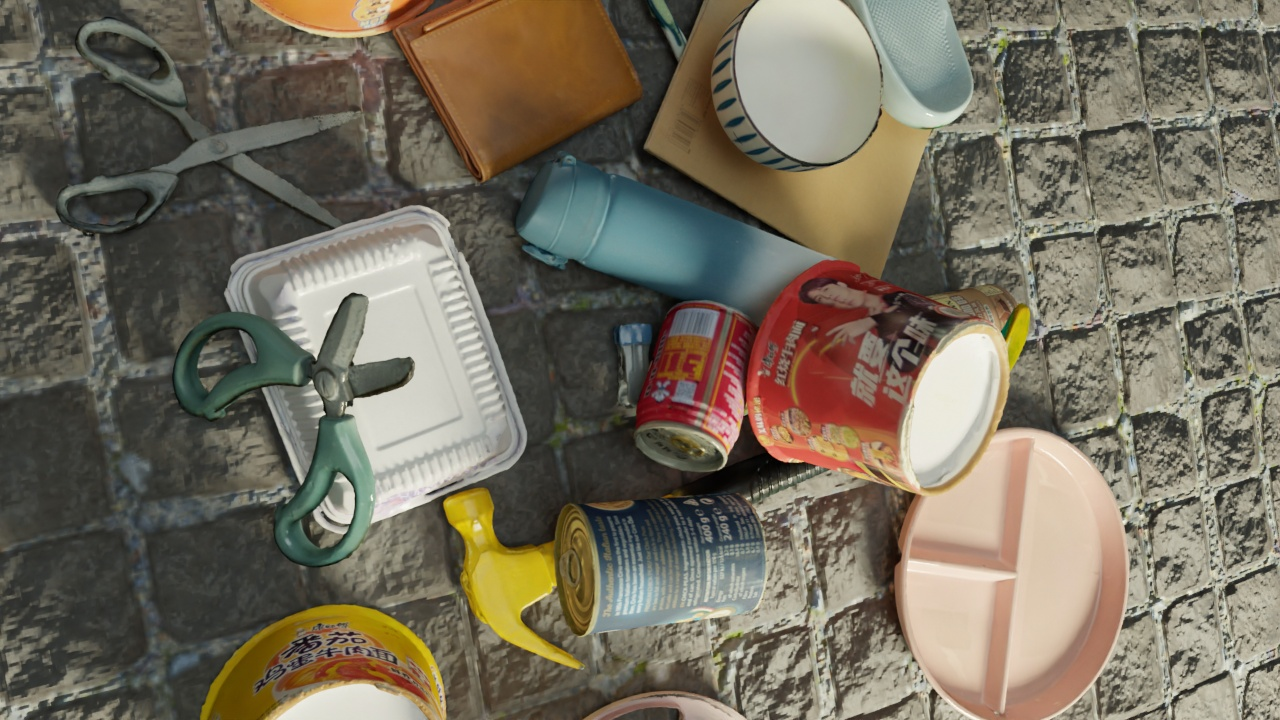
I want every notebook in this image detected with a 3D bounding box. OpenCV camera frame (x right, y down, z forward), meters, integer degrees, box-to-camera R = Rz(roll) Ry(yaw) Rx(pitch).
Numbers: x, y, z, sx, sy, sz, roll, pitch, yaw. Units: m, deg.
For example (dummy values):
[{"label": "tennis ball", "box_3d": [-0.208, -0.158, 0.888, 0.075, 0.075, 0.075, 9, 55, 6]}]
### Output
[{"label": "notebook", "box_3d": [0.115, -0.164, 0.660, 0.211, 0.012, 0.149, 26, 77, -23]}]

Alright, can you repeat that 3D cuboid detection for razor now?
[{"label": "razor", "box_3d": [0.247, 0.010, 0.663, 0.043, 0.133, 0.028, -7, 51, -20]}]

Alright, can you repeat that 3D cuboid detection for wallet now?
[{"label": "wallet", "box_3d": [-0.076, -0.194, 0.581, 0.130, 0.035, 0.119, -33, 100, -21]}]

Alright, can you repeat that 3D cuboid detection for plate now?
[{"label": "plate", "box_3d": [0.291, 0.167, 0.719, 0.229, 0.028, 0.229, 1, 86, -22]}]

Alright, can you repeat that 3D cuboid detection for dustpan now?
[{"label": "dustpan", "box_3d": [0.023, 0.367, 0.614, 0.222, 0.139, 0.274, -15, 122, -23]}]

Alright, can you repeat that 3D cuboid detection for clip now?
[{"label": "clip", "box_3d": [-0.004, 0.004, 0.612, 0.026, 0.039, 0.058, -2, 88, -24]}]

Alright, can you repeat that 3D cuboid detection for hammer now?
[{"label": "hammer", "box_3d": [0.027, 0.101, 0.612, 0.300, 0.033, 0.129, -19, 96, -21]}]

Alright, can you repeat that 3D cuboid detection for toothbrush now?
[{"label": "toothbrush", "box_3d": [0.014, -0.234, 0.631, 0.016, 0.018, 0.191, -36, 103, -21]}]

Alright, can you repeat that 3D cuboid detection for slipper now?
[{"label": "slipper", "box_3d": [0.182, -0.288, 0.659, 0.103, 0.074, 0.245, -20, 90, -26]}]

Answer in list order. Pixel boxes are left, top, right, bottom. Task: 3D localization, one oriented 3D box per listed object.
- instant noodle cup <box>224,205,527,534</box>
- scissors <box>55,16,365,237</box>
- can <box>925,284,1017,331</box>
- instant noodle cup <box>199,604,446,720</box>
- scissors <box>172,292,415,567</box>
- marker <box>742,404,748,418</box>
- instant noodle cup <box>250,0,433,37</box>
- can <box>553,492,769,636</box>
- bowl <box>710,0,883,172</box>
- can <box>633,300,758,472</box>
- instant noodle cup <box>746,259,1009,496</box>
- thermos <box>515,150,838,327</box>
[{"label": "instant noodle cup", "box_3d": [-0.145, 0.004, 0.531, 0.137, 0.060, 0.173, -22, 99, -21]}, {"label": "scissors", "box_3d": [-0.245, -0.118, 0.522, 0.180, 0.014, 0.159, 41, 74, -17]}, {"label": "can", "box_3d": [0.222, -0.020, 0.681, 0.116, 0.059, 0.058, -11, 92, -22]}, {"label": "instant noodle cup", "box_3d": [-0.163, 0.210, 0.490, 0.138, 0.110, 0.138, 1, 87, -23]}, {"label": "scissors", "box_3d": [-0.190, 0.020, 0.482, 0.179, 0.019, 0.173, 33, 118, 15]}, {"label": "marker", "box_3d": [0.106, 0.014, 0.659, 0.124, 0.015, 0.018, -28, 97, -18]}, {"label": "instant noodle cup", "box_3d": [-0.166, -0.272, 0.506, 0.151, 0.112, 0.151, 1, 88, -22]}, {"label": "can", "box_3d": [0.012, 0.119, 0.547, 0.111, 0.075, 0.075, -1, 88, -22]}, {"label": "bowl", "box_3d": [0.095, -0.179, 0.608, 0.116, 0.066, 0.116, 1, 88, -25]}, {"label": "can", "box_3d": [0.036, 0.017, 0.588, 0.066, 0.067, 0.093, 28, 59, -19]}, {"label": "instant noodle cup", "box_3d": [0.150, 0.013, 0.566, 0.137, 0.109, 0.138, -15, 114, -37]}, {"label": "thermos", "box_3d": [0.028, -0.071, 0.604, 0.220, 0.070, 0.070, 17, 82, -20]}]
